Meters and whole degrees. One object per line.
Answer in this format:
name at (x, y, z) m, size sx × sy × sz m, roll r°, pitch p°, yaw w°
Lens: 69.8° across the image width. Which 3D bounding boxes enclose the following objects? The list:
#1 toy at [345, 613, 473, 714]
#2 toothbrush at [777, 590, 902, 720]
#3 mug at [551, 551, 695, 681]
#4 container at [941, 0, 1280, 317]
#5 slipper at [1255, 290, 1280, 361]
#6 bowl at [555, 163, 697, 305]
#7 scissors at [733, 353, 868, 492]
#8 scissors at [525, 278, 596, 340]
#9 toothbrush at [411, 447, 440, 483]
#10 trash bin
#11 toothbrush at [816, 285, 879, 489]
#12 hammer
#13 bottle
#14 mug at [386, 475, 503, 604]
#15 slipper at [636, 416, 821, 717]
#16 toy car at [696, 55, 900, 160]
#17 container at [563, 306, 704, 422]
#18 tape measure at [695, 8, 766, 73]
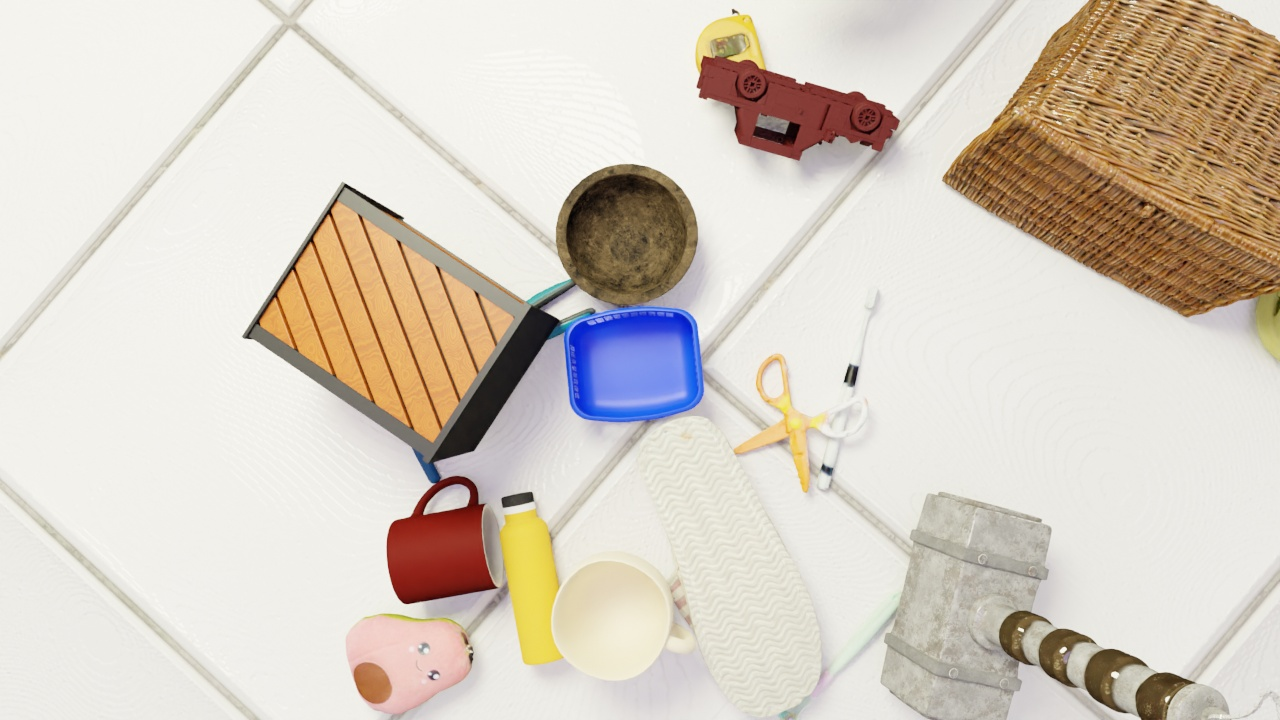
toy at (-0.199, 0.257, 0.799) m, size 0.110 × 0.051 × 0.090 m, roll -17°, pitch 88°, yaw 1°
toothbrush at (0.176, 0.259, 0.799) m, size 0.155 × 0.015 × 0.022 m, roll -48°, pitch 52°, yaw 0°
mug at (-0.010, 0.213, 0.768) m, size 0.120 × 0.100 × 0.096 m, roll 22°, pitch 86°, yaw 5°
container at (0.414, -0.182, 0.743) m, size 0.250 × 0.162 × 0.183 m, roll 30°, pitch 85°, yaw 3°
slipper at (0.591, -0.084, 0.767) m, size 0.091 × 0.081 × 0.190 m, roll 16°, pitch 85°, yaw 1°
bowl at (-0.011, -0.106, 0.806) m, size 0.121 × 0.056 × 0.121 m, roll 0°, pitch 87°, yaw 3°
scissors at (0.141, 0.053, 0.806) m, size 0.131 × 0.011 × 0.125 m, roll -9°, pitch 83°, yaw 14°
scissors at (-0.108, -0.023, 0.826) m, size 0.146 × 0.019 × 0.133 m, roll 19°, pitch 87°, yaw 3°
toothbrush at (-0.221, 0.036, 0.830) m, size 0.014 × 0.014 × 0.167 m, roll -26°, pitch 87°, yaw -2°
trash bin at (-0.186, -0.027, 0.751) m, size 0.172 × 0.139 × 0.139 m, roll 33°, pitch 91°, yaw 4°
toothbrush at (0.183, 0.023, 0.810) m, size 0.012 × 0.017 × 0.186 m, roll 14°, pitch 88°, yaw 17°
hammer at (0.295, 0.206, 0.645) m, size 0.079 × 0.326 × 0.177 m, roll 15°, pitch 87°, yaw -14°
bottle at (-0.095, 0.188, 0.802) m, size 0.043 × 0.043 × 0.143 m, roll -11°, pitch 87°, yaw 2°
mug at (-0.169, 0.152, 0.798) m, size 0.082 × 0.073 × 0.105 m, roll -11°, pitch 63°, yaw 2°
slipper at (0.072, 0.174, 0.791) m, size 0.115 × 0.052 × 0.263 m, roll -22°, pitch 90°, yaw 3°
toy car at (0.130, -0.212, 0.792) m, size 0.170 × 0.070 × 0.062 m, roll 14°, pitch 116°, yaw -6°
container at (-0.005, 0.005, 0.799) m, size 0.114 × 0.058 × 0.096 m, roll -6°, pitch 87°, yaw 2°
tape measure at (0.078, -0.277, 0.825) m, size 0.059 × 0.030 × 0.068 m, roll -14°, pitch 86°, yaw 0°
